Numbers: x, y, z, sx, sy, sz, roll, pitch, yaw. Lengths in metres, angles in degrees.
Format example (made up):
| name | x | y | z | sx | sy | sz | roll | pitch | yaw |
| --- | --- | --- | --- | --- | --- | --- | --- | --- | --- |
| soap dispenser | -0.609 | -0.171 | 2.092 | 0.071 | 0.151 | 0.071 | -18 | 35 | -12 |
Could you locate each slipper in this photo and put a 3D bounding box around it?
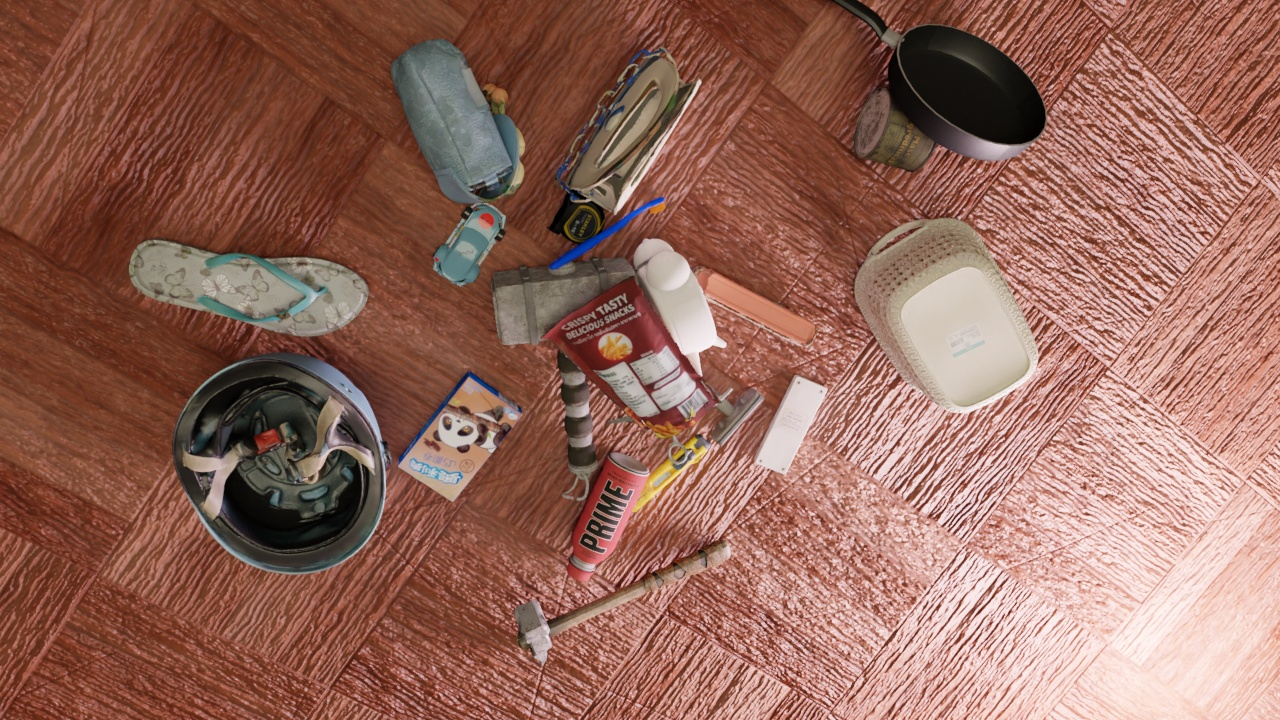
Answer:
| name | x | y | z | sx | sy | sz | roll | pitch | yaw |
| --- | --- | --- | --- | --- | --- | --- | --- | --- | --- |
| slipper | -0.463 | -0.080 | 1.083 | 0.268 | 0.054 | 0.098 | 8 | 106 | -11 |

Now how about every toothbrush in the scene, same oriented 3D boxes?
| name | x | y | z | sx | sy | sz | roll | pitch | yaw |
| --- | --- | --- | --- | --- | --- | --- | --- | --- | --- |
| toothbrush | -0.038 | -0.155 | 1.126 | 0.182 | 0.016 | 0.018 | -35 | 118 | -23 |

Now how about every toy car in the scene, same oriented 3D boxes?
| name | x | y | z | sx | sy | sz | roll | pitch | yaw |
| --- | --- | --- | --- | --- | --- | --- | --- | --- | --- |
| toy car | -0.209 | -0.142 | 1.124 | 0.060 | 0.027 | 0.108 | 33 | 97 | -17 |

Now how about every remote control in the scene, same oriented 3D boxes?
| name | x | y | z | sx | sy | sz | roll | pitch | yaw |
| --- | --- | --- | --- | --- | --- | --- | --- | --- | --- |
| remote control | 0.207 | 0.089 | 1.272 | 0.050 | 0.011 | 0.136 | 22 | 100 | -15 |

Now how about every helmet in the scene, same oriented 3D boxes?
| name | x | y | z | sx | sy | sz | roll | pitch | yaw |
| --- | --- | --- | --- | --- | --- | --- | --- | --- | --- |
| helmet | -0.408 | 0.112 | 1.085 | 0.225 | 0.166 | 0.266 | -13 | 105 | -4 |

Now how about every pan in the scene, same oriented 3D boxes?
| name | x | y | z | sx | sy | sz | roll | pitch | yaw |
| --- | --- | --- | --- | --- | --- | --- | --- | --- | --- |
| pan | 0.331 | -0.367 | 1.116 | 0.355 | 0.044 | 0.203 | 34 | 53 | 3 |

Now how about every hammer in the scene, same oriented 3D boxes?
| name | x | y | z | sx | sy | sz | roll | pitch | yaw |
| --- | --- | --- | --- | --- | --- | --- | --- | --- | --- |
| hammer | -0.084 | 0.032 | 1.176 | 0.177 | 0.079 | 0.327 | -8 | 112 | -8 |
| hammer | -0.021 | 0.324 | 1.268 | 0.318 | 0.049 | 0.122 | -22 | 142 | -10 |

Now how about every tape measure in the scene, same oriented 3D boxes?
| name | x | y | z | sx | sy | sz | roll | pitch | yaw |
| --- | --- | --- | --- | --- | --- | --- | --- | --- | --- |
| tape measure | -0.075 | -0.176 | 1.136 | 0.061 | 0.034 | 0.062 | 29 | 108 | -12 |

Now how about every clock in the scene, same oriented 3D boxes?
| name | x | y | z | sx | sy | sz | roll | pitch | yaw |
| --- | --- | --- | --- | --- | --- | --- | --- | --- | --- |
| clock | 0.050 | -0.072 | 1.139 | 0.073 | 0.125 | 0.161 | -24 | 115 | -5 |

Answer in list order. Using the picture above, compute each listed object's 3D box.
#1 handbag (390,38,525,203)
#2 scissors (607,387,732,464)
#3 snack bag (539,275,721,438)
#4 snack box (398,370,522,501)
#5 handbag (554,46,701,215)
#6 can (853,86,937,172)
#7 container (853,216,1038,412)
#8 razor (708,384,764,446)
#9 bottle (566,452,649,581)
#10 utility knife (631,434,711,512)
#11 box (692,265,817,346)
| name | x | y | z | sx | sy | sz | roll | pitch | yaw |
| --- | --- | --- | --- | --- | --- | --- | --- | --- | --- |
| handbag | -0.200 | -0.273 | 1.050 | 0.118 | 0.122 | 0.192 | -28 | 107 | -20 |
| scissors | 0.041 | 0.067 | 1.213 | 0.175 | 0.014 | 0.141 | -23 | 99 | 13 |
| snack bag | -0.007 | 0.006 | 1.099 | 0.139 | 0.066 | 0.208 | -25 | 126 | 27 |
| snack box | -0.232 | 0.098 | 1.183 | 0.087 | 0.034 | 0.151 | 37 | 96 | -17 |
| handbag | -0.012 | -0.259 | 1.040 | 0.093 | 0.199 | 0.201 | 32 | 95 | -13 |
| can | 0.321 | -0.288 | 1.147 | 0.074 | 0.090 | 0.090 | 12 | 102 | -13 |
| container | 0.404 | -0.053 | 1.200 | 0.185 | 0.142 | 0.246 | -33 | 109 | 14 |
| razor | 0.094 | 0.045 | 1.227 | 0.116 | 0.047 | 0.088 | 41 | 95 | -10 |
| bottle | -0.050 | 0.214 | 1.234 | 0.062 | 0.062 | 0.177 | 22 | 100 | -15 |
| utility knife | 0.035 | 0.157 | 1.259 | 0.151 | 0.017 | 0.030 | -41 | 99 | 6 |
| box | 0.147 | -0.070 | 1.200 | 0.186 | 0.056 | 0.059 | 24 | 132 | -14 |
